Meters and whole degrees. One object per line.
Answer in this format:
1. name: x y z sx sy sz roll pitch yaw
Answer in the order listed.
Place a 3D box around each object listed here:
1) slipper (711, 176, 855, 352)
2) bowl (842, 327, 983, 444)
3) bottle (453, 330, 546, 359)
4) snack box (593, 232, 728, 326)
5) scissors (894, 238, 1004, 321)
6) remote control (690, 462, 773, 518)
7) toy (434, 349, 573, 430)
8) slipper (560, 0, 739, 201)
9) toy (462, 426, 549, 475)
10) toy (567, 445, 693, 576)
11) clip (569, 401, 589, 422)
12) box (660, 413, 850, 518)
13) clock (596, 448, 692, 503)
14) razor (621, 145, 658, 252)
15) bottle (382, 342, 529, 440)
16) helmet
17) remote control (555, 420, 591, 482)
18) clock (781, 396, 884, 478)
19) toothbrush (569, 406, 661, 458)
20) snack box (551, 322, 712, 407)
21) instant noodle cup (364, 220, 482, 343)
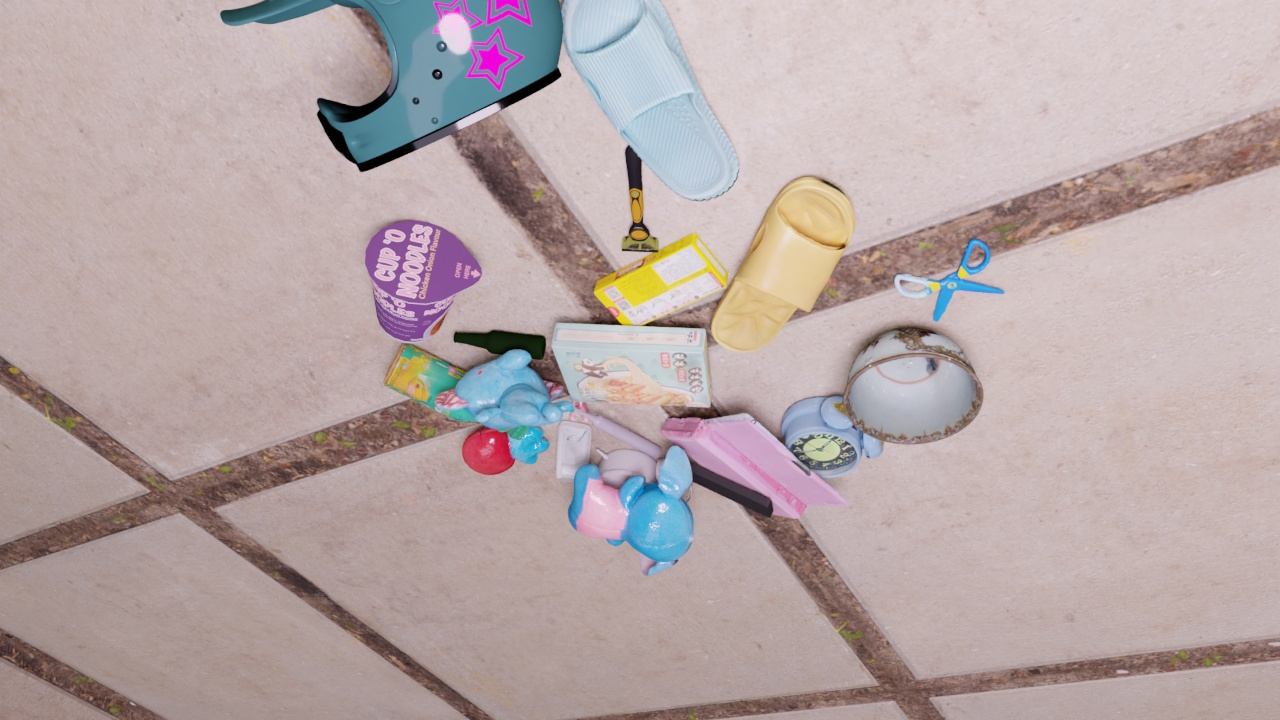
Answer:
1. slipper: 0.160 -0.089 1.057 0.099 0.078 0.264 20 136 -11
2. bowl: 0.327 0.016 1.115 0.160 0.093 0.160 6 136 6
3. bottle: -0.189 -0.024 1.230 0.123 0.032 0.033 7 136 6
4. snack box: 0.024 -0.093 1.118 0.153 0.025 0.075 -23 126 30
5. scissors: 0.358 -0.090 1.059 0.126 0.013 0.126 12 135 6
6. remote control: 0.129 0.187 1.330 0.133 0.013 0.058 24 161 21
7. toy: -0.167 0.042 1.198 0.183 0.115 0.181 -4 -172 -31
8. slipper: 0.011 -0.259 0.925 0.116 0.069 0.276 -16 130 30
9. toy: -0.205 0.129 1.373 0.133 0.062 0.092 -16 141 4
10. toy: -0.011 0.213 1.316 0.191 0.098 0.225 16 126 7
11. clip: -0.083 0.071 1.312 0.045 0.023 0.060 19 137 -14
12. box: 0.157 0.151 1.280 0.232 0.040 0.179 39 155 -25
13. clock: 0.000 0.191 1.387 0.159 0.060 0.120 15 136 -2
14. razor: -0.004 -0.181 1.041 0.044 0.021 0.144 4 133 9
15. bottle: -0.253 0.050 1.293 0.209 0.067 0.068 28 134 -16
16. helmet: -0.212 -0.305 0.824 0.275 0.176 0.200 -25 112 3
17. remote control: -0.102 0.142 1.386 0.050 0.022 0.134 10 136 2
18. clock: 0.260 0.099 1.238 0.118 0.059 0.163 34 135 -20
19. toothbrush: -0.039 0.098 1.298 0.018 0.019 0.188 -25 139 35
20. snack box: -0.007 0.007 1.197 0.194 0.044 0.142 3 149 10
21. instant noodle cup: -0.274 -0.085 1.138 0.136 0.121 0.122 11 146 -12
